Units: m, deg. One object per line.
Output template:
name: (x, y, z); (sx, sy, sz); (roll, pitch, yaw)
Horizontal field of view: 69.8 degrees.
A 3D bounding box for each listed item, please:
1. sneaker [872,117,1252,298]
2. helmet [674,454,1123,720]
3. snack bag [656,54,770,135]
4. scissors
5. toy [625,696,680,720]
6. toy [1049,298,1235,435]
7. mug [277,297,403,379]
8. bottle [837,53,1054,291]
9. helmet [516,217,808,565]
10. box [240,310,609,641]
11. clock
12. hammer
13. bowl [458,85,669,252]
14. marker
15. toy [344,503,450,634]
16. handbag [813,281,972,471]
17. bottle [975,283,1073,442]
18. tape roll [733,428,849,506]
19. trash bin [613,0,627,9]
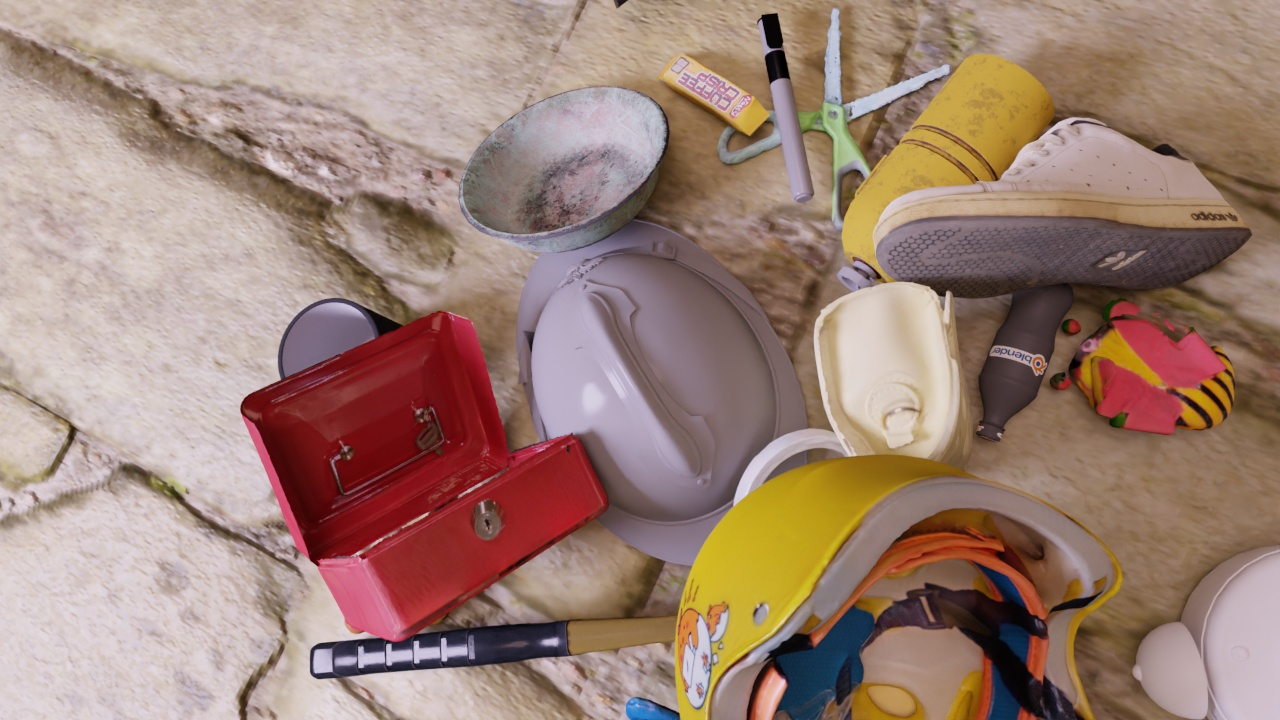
sneaker: (0.244, -0.099, 0.542); (0.241, 0.089, 0.102); (-2, 67, -19)
helmet: (0.104, 0.153, 0.461); (0.208, 0.140, 0.240); (-1, 106, -23)
snack bag: (0.051, -0.196, 0.670); (0.026, 0.020, 0.099); (-49, 61, 1)
scissors: (0.134, -0.174, 0.655); (0.174, 0.022, 0.171); (-4, 76, 18)
toy: (0.013, 0.283, 0.570); (0.113, 0.071, 0.176); (33, 88, 6)
toy: (0.311, 0.008, 0.563); (0.103, 0.046, 0.084); (16, 64, 13)
mug: (-0.196, 0.019, 0.659); (0.078, 0.088, 0.113); (-23, 75, 8)
bottle: (0.189, -0.113, 0.602); (0.071, 0.071, 0.164); (38, 90, 17)
helmet: (-0.003, 0.004, 0.600); (0.183, 0.117, 0.271); (-33, 72, 6)
box: (-0.124, 0.081, 0.568); (0.156, 0.154, 0.168); (-31, 37, -32)
clock: (0.370, 0.166, 0.500); (0.161, 0.073, 0.125); (-37, 73, 4)
hammer: (-0.066, 0.181, 0.594); (0.333, 0.118, 0.025); (-10, 73, 17)
bowl: (-0.050, -0.131, 0.656); (0.158, 0.038, 0.157); (-11, 50, 14)
marker: (0.103, -0.179, 0.650); (0.016, 0.016, 0.140); (-11, 77, 11)
toy: (-0.176, 0.143, 0.660); (0.090, 0.070, 0.102); (-13, 53, 24)
handbag: (0.159, 0.021, 0.556); (0.081, 0.119, 0.111); (-14, 76, 19)
bottle: (0.240, -0.001, 0.584); (0.036, 0.036, 0.110); (22, 85, 17)
tape roll: (0.104, 0.088, 0.581); (0.093, 0.013, 0.093); (-7, 111, -18)
trash bin: (0.064, -0.367, 0.639); (0.227, 0.164, 0.164); (-17, 75, 6)
